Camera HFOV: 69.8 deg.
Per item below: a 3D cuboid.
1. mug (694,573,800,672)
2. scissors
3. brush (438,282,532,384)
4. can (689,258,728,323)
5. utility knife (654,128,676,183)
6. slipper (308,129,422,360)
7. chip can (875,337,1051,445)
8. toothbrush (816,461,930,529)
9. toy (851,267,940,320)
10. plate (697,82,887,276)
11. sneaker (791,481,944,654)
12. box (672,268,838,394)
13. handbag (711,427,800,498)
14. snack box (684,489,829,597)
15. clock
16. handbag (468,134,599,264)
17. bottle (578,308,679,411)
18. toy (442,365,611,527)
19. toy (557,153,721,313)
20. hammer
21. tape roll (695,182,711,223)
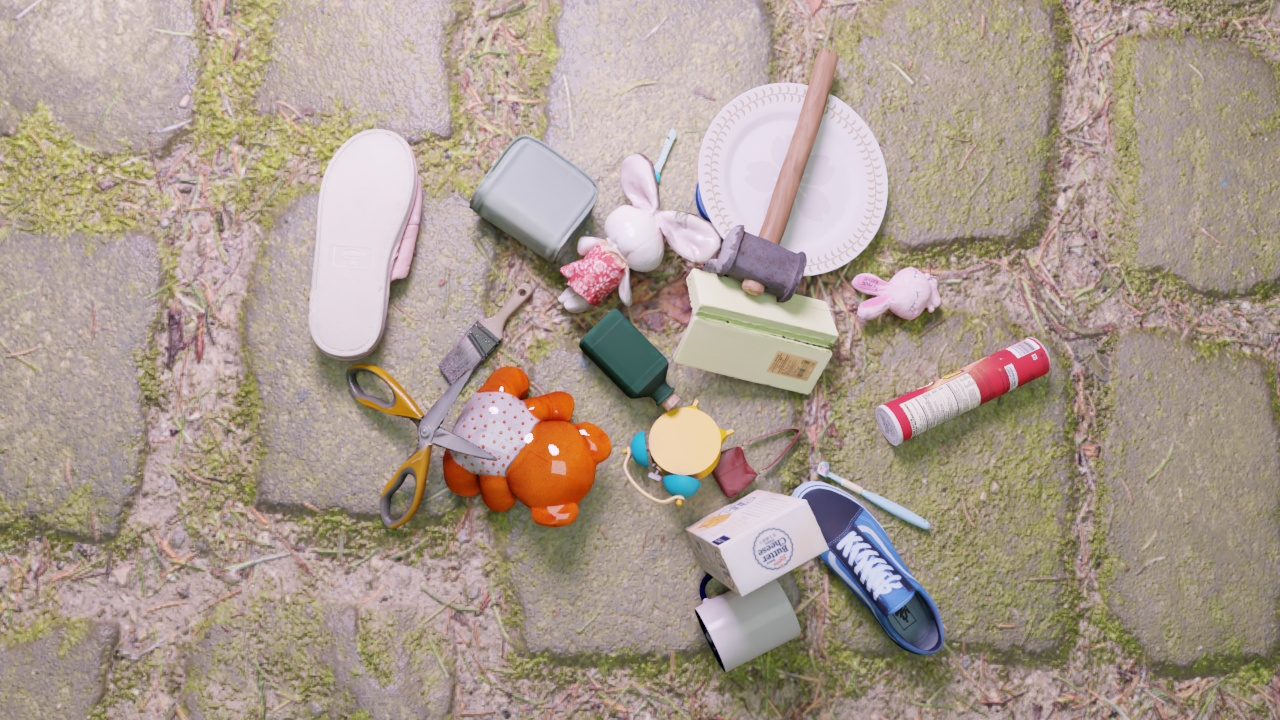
[{"bbox_3d":[0.116,0.288,1.064,0.097,0.079,0.112,-24,60,-8],"label":"mug"},{"bbox_3d":[-0.257,0.090,1.033,0.225,0.016,0.230,24,104,23],"label":"scissors"},{"bbox_3d":[-0.180,-0.033,1.087,0.039,0.012,0.151,42,82,-1],"label":"brush"},{"bbox_3d":[0.082,-0.074,1.107,0.032,0.032,0.095,15,84,-5],"label":"can"},{"bbox_3d":[0.008,-0.211,1.120,0.022,0.015,0.161,22,83,-6],"label":"utility knife"},{"bbox_3d":[-0.320,-0.133,1.060,0.114,0.054,0.274,10,81,-5],"label":"slipper"},{"bbox_3d":[0.395,0.036,1.121,0.214,0.052,0.052,-24,88,-8],"label":"chip can"},{"bbox_3d":[0.285,0.166,1.116,0.155,0.016,0.022,28,45,-2],"label":"toothbrush"},{"bbox_3d":[0.316,-0.081,1.126,0.110,0.047,0.063,-6,77,-3],"label":"toy"},{"bbox_3d":[0.187,-0.221,1.122,0.242,0.016,0.242,1,83,-10],"label":"plate"},{"bbox_3d":[0.273,0.239,1.067,0.083,0.098,0.241,-38,90,-8],"label":"sneaker"},{"bbox_3d":[0.139,-0.035,1.078,0.188,0.066,0.127,14,86,-19],"label":"box"},{"bbox_3d":[0.142,0.114,1.103,0.119,0.029,0.055,-29,85,-12],"label":"handbag"},{"bbox_3d":[0.120,0.193,1.000,0.104,0.208,0.057,-26,88,-8],"label":"snack box"},{"bbox_3d":[0.043,0.108,1.073,0.129,0.044,0.099,-43,68,-15],"label":"clock"},{"bbox_3d":[-0.123,-0.188,1.078,0.122,0.067,0.106,34,74,-2],"label":"handbag"},{"bbox_3d":[-0.006,0.006,1.076,0.131,0.061,0.061,45,80,-1],"label":"bottle"},{"bbox_3d":[-0.128,0.105,1.048,0.172,0.093,0.163,27,80,9],"label":"toy"},{"bbox_3d":[-0.018,-0.127,1.067,0.159,0.084,0.194,44,95,10],"label":"toy"},{"bbox_3d":[0.182,-0.228,1.092,0.098,0.052,0.328,22,76,-7],"label":"hammer"},{"bbox_3d":[0.114,-0.205,1.129,0.093,0.016,0.091,-26,88,-7],"label":"tape roll"}]
